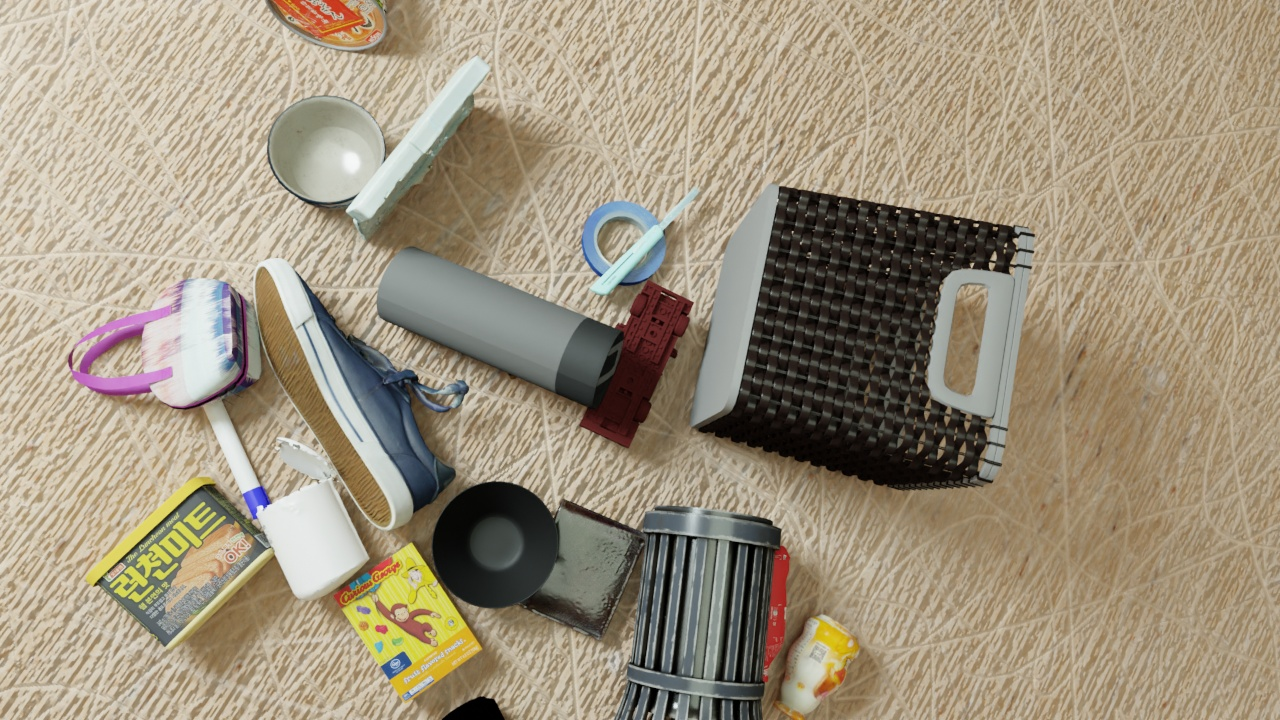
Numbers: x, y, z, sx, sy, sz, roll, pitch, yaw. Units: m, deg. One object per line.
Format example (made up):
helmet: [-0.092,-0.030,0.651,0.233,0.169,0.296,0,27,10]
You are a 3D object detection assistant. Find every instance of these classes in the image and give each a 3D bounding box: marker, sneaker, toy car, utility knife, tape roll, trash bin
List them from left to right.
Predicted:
marker: [-0.407,0.091,0.921,0.020,0.020,0.141,-25,87,-12]
sneaker: [-0.277,0.016,0.925,0.127,0.121,0.294,-31,89,-41]
tape roll: [-0.019,-0.130,1.016,0.093,0.016,0.091,10,81,-8]
toy car: [-0.005,0.006,0.976,0.070,0.062,0.169,26,79,-5]
utility knife: [0.009,-0.130,1.005,0.022,0.015,0.168,36,75,29]
trash bin: [0.059,0.265,0.903,0.164,0.164,0.227,9,77,-8]

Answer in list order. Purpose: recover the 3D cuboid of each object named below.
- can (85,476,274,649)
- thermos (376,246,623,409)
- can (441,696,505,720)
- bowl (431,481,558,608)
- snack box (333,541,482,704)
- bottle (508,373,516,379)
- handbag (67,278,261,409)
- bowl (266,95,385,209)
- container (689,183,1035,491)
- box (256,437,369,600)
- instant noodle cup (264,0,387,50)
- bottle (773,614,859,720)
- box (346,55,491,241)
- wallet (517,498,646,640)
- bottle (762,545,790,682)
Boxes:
can: [-0.432,0.193,0.876,0.101,0.073,0.130,45,78,-3]
thermos: [-0.137,-0.034,0.917,0.240,0.082,0.082,22,78,11]
can: [-0.149,0.393,0.897,0.063,0.063,0.114,-26,87,-12]
bowl: [-0.147,0.185,0.932,0.124,0.052,0.124,1,82,-9]
snack box: [-0.230,0.258,0.914,0.088,0.040,0.126,-34,88,-12]
bottle: [-0.149,-0.031,0.977,0.025,0.025,0.106,-15,84,-11]
handbag: [-0.471,-0.010,0.903,0.170,0.068,0.144,-12,68,-2]
bowl: [-0.322,-0.209,0.956,0.115,0.059,0.115,1,82,-9]
container: [0.204,-0.018,0.924,0.243,0.246,0.247,13,80,-4]
box: [-0.325,0.146,0.896,0.091,0.081,0.161,-28,92,-27]
instant noodle cup: [-0.318,-0.416,0.964,0.123,0.124,0.121,9,71,-8]
bottle: [0.181,0.324,0.960,0.063,0.063,0.108,34,78,-3]
box: [-0.228,-0.215,0.933,0.043,0.136,0.197,38,77,-12]
wallet: [-0.061,0.217,0.955,0.099,0.031,0.120,24,81,-3]
bottle: [0.133,0.267,0.972,0.042,0.042,0.141,7,81,-8]
